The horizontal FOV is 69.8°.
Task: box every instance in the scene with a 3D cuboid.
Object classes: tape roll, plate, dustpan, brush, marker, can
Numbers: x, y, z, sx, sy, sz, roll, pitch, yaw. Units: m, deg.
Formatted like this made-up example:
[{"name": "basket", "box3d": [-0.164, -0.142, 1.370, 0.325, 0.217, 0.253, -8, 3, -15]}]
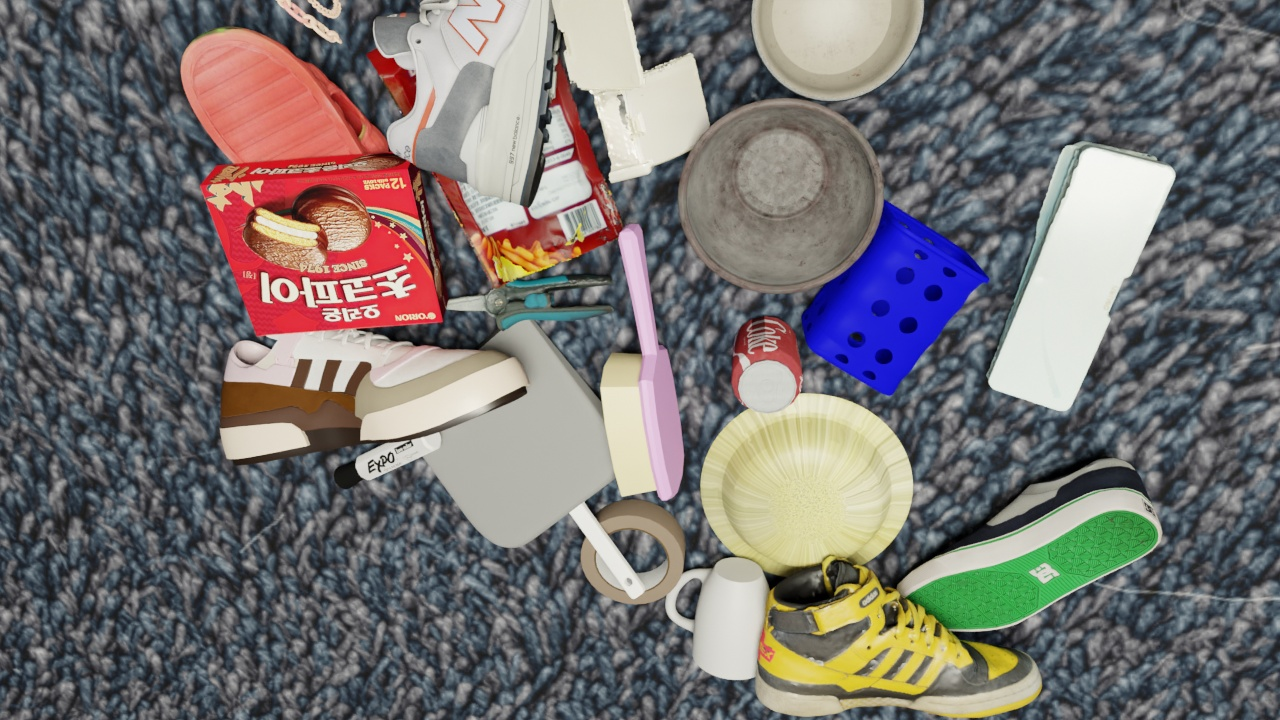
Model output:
[{"name": "tape roll", "box3d": [-0.006, 0.175, 0.840, 0.094, 0.030, 0.094, 2, 111, 6]}, {"name": "plate", "box3d": [0.144, 0.121, 0.797, 0.184, 0.036, 0.184, 2, 111, 6]}, {"name": "dustpan", "box3d": [-0.081, 0.105, 0.806, 0.163, 0.033, 0.257, -38, 85, 19]}, {"name": "brush", "box3d": [-0.004, 0.004, 0.742, 0.043, 0.089, 0.229, -5, 111, 14]}, {"name": "marker", "box3d": [-0.231, 0.089, 0.826, 0.126, 0.025, 0.025, -24, 106, 28]}, {"name": "can", "box3d": [0.099, 0.003, 0.725, 0.054, 0.096, 0.054, 2, 111, 6]}]

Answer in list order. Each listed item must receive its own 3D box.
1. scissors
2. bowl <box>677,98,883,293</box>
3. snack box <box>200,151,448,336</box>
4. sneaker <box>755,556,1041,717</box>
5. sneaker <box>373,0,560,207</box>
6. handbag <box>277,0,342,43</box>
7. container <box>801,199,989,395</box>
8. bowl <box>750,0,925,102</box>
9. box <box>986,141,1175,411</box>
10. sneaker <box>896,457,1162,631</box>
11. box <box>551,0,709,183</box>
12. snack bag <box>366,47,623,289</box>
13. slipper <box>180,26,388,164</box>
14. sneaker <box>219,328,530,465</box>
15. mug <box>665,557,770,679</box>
[{"name": "scissors", "box3d": [-0.093, -0.044, 0.765, 0.135, 0.019, 0.130, 43, 94, 6]}, {"name": "bowl", "box3d": [0.103, -0.129, 0.684, 0.145, 0.067, 0.145, 4, 119, 7]}, {"name": "snack box", "box3d": [-0.241, -0.089, 0.718, 0.152, 0.035, 0.133, -4, 126, 1]}, {"name": "sneaker", "box3d": [0.215, 0.228, 0.772, 0.238, 0.086, 0.122, -3, 108, 2]}, {"name": "sneaker", "box3d": [-0.120, -0.232, 0.637, 0.124, 0.088, 0.240, 5, 99, -2]}, {"name": "handbag", "box3d": [-0.202, -0.325, 0.587, 0.117, 0.186, 0.199, -35, 99, 25]}, {"name": "container", "box3d": [0.189, -0.047, 0.702, 0.085, 0.084, 0.114, 30, 113, -6]}, {"name": "bowl", "box3d": [0.135, -0.244, 0.645, 0.115, 0.059, 0.116, 2, 111, 6]}, {"name": "box", "box3d": [0.327, -0.062, 0.696, 0.086, 0.072, 0.199, 5, 114, -15]}, {"name": "sneaker", "box3d": [0.318, 0.158, 0.779, 0.084, 0.078, 0.236, 39, 128, -15]}, {"name": "box", "box3d": [-0.003, -0.192, 0.616, 0.081, 0.181, 0.143, -11, 116, 10]}, {"name": "snack bag", "box3d": [-0.105, -0.169, 0.705, 0.139, 0.066, 0.208, -22, 105, 9]}, {"name": "slipper", "box3d": [-0.251, -0.155, 0.730, 0.104, 0.059, 0.249, -25, 121, 15]}, {"name": "sneaker", "box3d": [-0.230, 0.006, 0.765, 0.294, 0.111, 0.116, -10, 96, 25]}, {"name": "mug", "box3d": [0.070, 0.224, 0.837, 0.107, 0.071, 0.089, 14, 111, 31]}]
